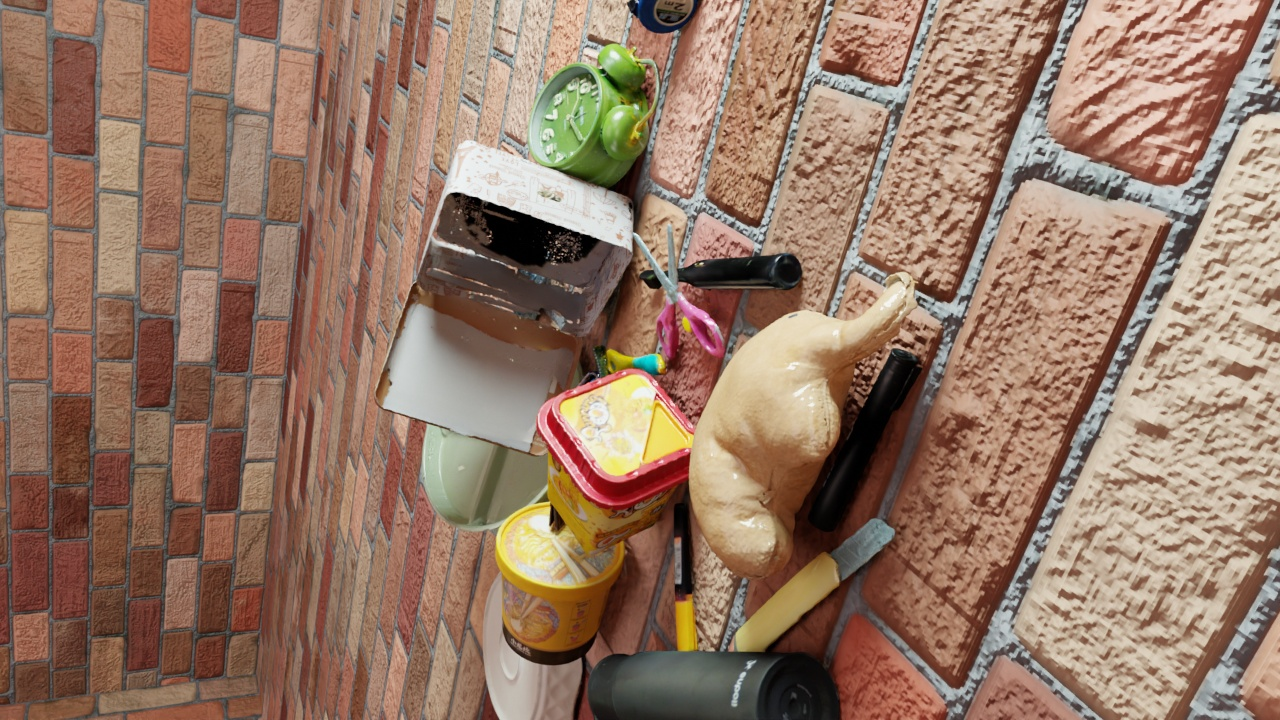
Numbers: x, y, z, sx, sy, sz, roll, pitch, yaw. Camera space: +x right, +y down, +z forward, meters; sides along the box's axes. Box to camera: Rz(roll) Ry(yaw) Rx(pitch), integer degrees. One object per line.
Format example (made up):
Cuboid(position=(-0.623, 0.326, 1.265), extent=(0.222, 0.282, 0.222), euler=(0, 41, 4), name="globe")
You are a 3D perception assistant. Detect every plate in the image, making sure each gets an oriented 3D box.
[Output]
Cuboid(position=(-0.125, 0.316, 1.007), extent=(0.205, 0.045, 0.205), euler=(-3, 86, 61), name="plate")
Cuboid(position=(-0.144, 0.071, 0.974), extent=(0.231, 0.027, 0.229), euler=(-18, 58, 31), name="plate")

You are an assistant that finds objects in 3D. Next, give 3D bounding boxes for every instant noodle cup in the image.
Cuboid(position=(-0.080, 0.214, 0.868), extent=(0.118, 0.118, 0.115), euler=(-128, 39, -49), name="instant noodle cup")
Cuboid(position=(-0.023, 0.090, 0.767), extent=(0.116, 0.116, 0.124), euler=(50, 145, 29), name="instant noodle cup")

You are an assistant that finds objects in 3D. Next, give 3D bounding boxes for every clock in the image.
Cuboid(position=(-0.041, -0.225, 0.851), extent=(0.162, 0.056, 0.116), euler=(-18, 68, 39), name="clock")

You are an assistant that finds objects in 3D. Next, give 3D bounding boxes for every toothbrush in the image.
Cuboid(position=(0.053, -0.067, 0.730), extent=(0.026, 0.027, 0.213), euler=(-46, 22, -18), name="toothbrush")

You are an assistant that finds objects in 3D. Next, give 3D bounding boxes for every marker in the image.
Cuboid(position=(0.139, 0.053, 0.574), extent=(0.022, 0.020, 0.132), euler=(41, 124, 36), name="marker")
Cuboid(position=(0.036, 0.180, 0.757), extent=(0.018, 0.015, 0.123), euler=(-23, 66, 57), name="marker")

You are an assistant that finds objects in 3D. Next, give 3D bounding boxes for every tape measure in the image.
Cuboid(position=(0.020, -0.304, 0.770), extent=(0.055, 0.058, 0.025), euler=(122, 139, -48), name="tape measure")

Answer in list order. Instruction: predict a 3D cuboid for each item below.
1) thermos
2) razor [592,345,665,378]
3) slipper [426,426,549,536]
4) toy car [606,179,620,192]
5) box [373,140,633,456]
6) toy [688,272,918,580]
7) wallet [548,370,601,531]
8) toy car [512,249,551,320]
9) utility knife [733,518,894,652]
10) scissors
Cuboid(position=(0.038, 0.260, 0.676), extent=(0.243, 0.068, 0.089), euler=(-29, 38, 56), name="thermos")
Cuboid(position=(-0.005, 0.005, 0.823), extent=(0.133, 0.028, 0.043), euler=(-2, 101, 66), name="razor")
Cuboid(position=(-0.164, 0.127, 1.053), extent=(0.245, 0.074, 0.104), euler=(29, 119, 40), name="slipper")
Cuboid(position=(-0.054, -0.188, 0.920), extent=(0.106, 0.031, 0.049), euler=(27, 109, 46), name="toy car")
Cuboid(position=(-0.128, -0.056, 0.867), extent=(0.132, 0.179, 0.272), euler=(-115, 45, -68), name="box")
Cuboid(position=(0.095, 0.030, 0.593), extent=(0.143, 0.082, 0.226), euler=(-117, 43, -55), name="toy")
Cuboid(position=(-0.062, 0.083, 0.856), extent=(0.096, 0.020, 0.122), euler=(-56, -26, -56), name="wallet")
Cuboid(position=(-0.124, -0.082, 1.039), extent=(0.121, 0.036, 0.054), euler=(123, 139, -58), name="toy car")
Cuboid(position=(0.109, 0.161, 0.621), extent=(0.031, 0.021, 0.209), euler=(68, 150, 32), name="utility knife")
Cuboid(position=(0.026, -0.049, 0.753), extent=(0.133, 0.017, 0.132), euler=(57, 155, 17), name="scissors")
